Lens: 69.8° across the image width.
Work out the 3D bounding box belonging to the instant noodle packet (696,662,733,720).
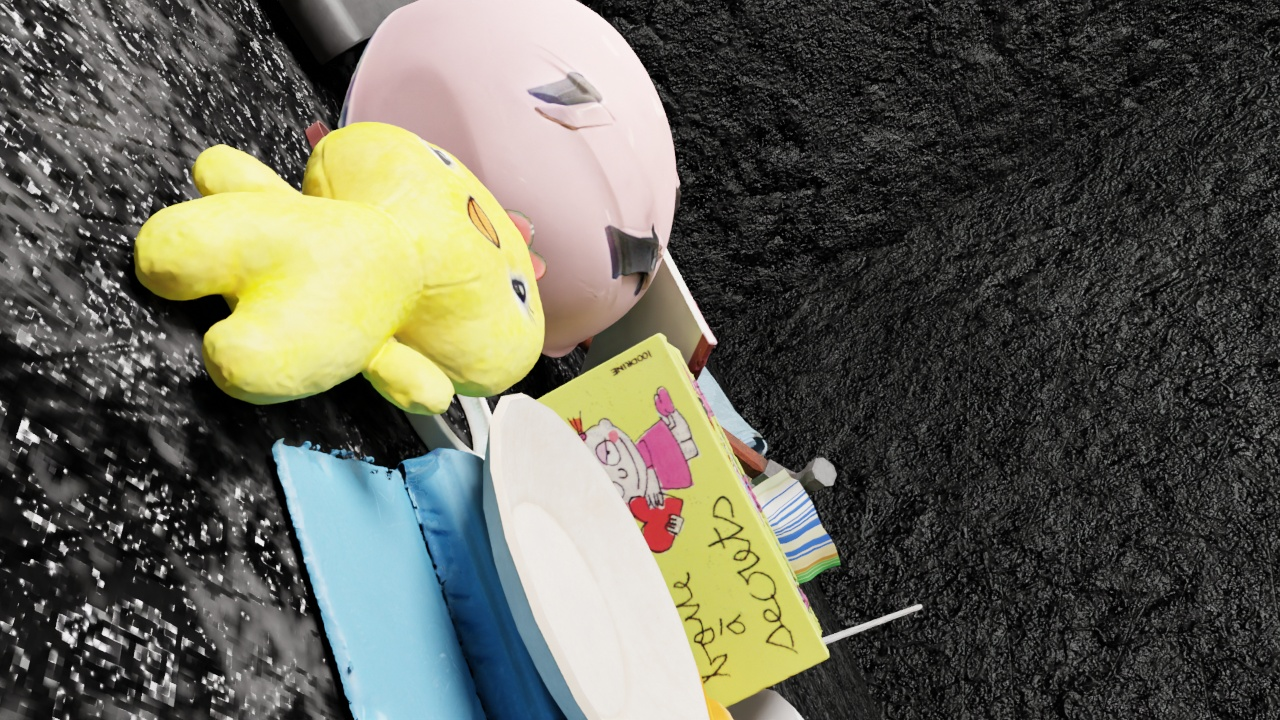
[{"bbox_3d":[0.065,0.283,0.461,0.160,0.032,0.221,-114,-173,-88],"label":"instant noodle packet"}]

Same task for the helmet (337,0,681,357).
[{"bbox_3d":[-0.058,-0.133,0.616,0.255,0.153,0.229,64,23,-20],"label":"helmet"}]

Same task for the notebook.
[{"bbox_3d":[-0.004,0.004,0.743,0.209,0.012,0.153,112,-36,-43],"label":"notebook"}]

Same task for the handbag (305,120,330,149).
[{"bbox_3d":[-0.149,-0.080,0.510,0.119,0.029,0.055,56,9,-2],"label":"handbag"}]

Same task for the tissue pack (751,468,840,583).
[{"bbox_3d":[0.103,0.175,0.860,0.198,0.141,0.120,57,9,-36],"label":"tissue pack"}]

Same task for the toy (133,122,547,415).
[{"bbox_3d":[-0.108,-0.035,0.379,0.134,0.092,0.207,56,16,2],"label":"toy"}]

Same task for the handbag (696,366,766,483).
[{"bbox_3d":[0.050,0.082,1.004,0.192,0.118,0.122,56,-39,38],"label":"handbag"}]

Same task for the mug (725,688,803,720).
[{"bbox_3d":[0.099,0.286,0.626,0.105,0.073,0.089,32,-18,47],"label":"mug"}]

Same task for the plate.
[{"bbox_3d":[-0.024,0.103,0.399,0.189,0.027,0.188,60,9,-16],"label":"plate"}]

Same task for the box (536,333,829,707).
[{"bbox_3d":[0.017,0.109,0.588,0.221,0.124,0.081,65,8,11],"label":"box"}]

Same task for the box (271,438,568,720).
[{"bbox_3d":[-0.048,0.139,0.351,0.231,0.033,0.174,65,8,18],"label":"box"}]

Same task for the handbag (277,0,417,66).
[{"bbox_3d":[-0.218,-0.262,0.545,0.176,0.072,0.195,59,12,-23],"label":"handbag"}]

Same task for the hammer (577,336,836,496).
[{"bbox_3d":[0.033,0.043,0.860,0.300,0.111,0.028,38,50,-7],"label":"hammer"}]

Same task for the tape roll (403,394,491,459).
[{"bbox_3d":[-0.104,0.018,0.484,0.093,0.013,0.093,61,6,-12],"label":"tape roll"}]

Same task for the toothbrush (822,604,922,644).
[{"bbox_3d":[0.120,0.214,0.670,0.010,0.182,0.010,64,12,-7],"label":"toothbrush"}]
